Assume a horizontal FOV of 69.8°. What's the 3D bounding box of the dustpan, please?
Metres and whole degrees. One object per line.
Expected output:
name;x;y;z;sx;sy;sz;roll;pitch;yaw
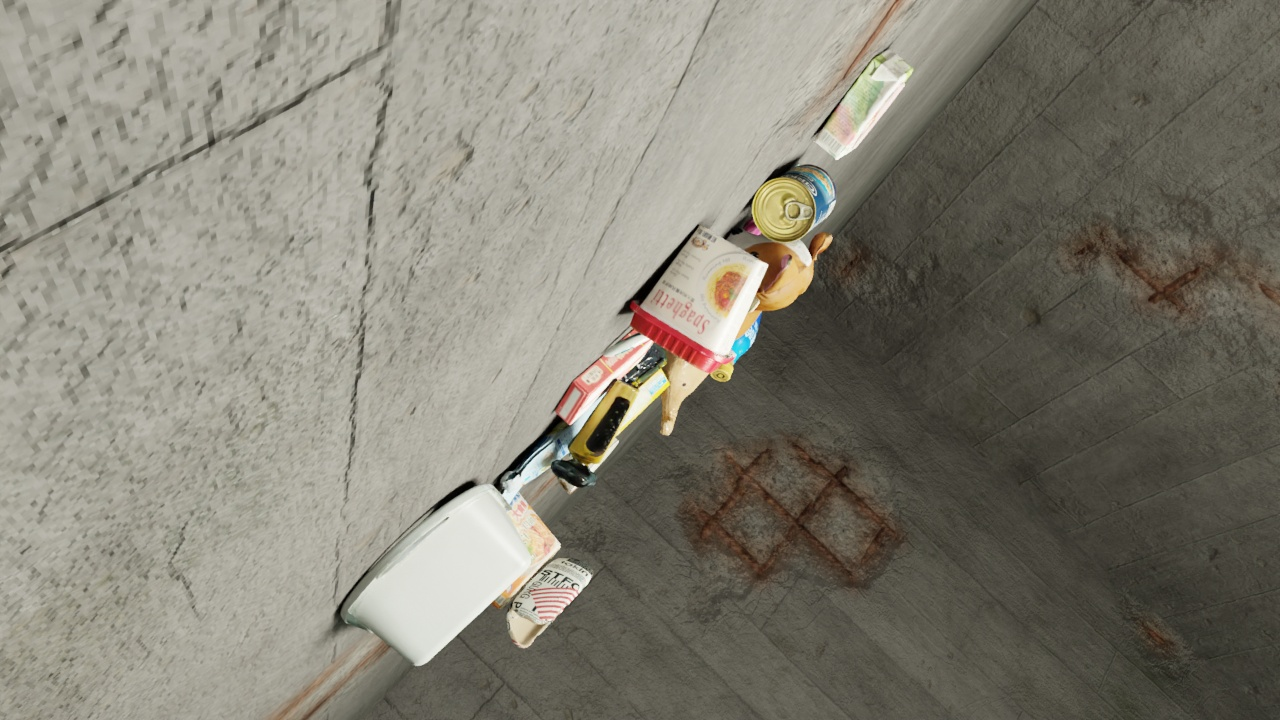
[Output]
dustpan;-0.238;0.217;1.024;0.222;0.142;0.258;-41;-161;-15

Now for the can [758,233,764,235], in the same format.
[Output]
can;0.147;-0.129;1.306;0.116;0.058;0.058;-46;174;-12

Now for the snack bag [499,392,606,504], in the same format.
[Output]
snack bag;-0.113;0.113;1.186;0.190;0.039;0.110;-43;178;-19

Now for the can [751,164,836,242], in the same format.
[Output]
can;0.186;-0.190;1.097;0.075;0.075;0.110;-50;174;31

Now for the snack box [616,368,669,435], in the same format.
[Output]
snack box;-0.030;0.065;1.322;0.087;0.034;0.140;-16;-163;46

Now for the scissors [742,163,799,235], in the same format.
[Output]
scissors;0.168;-0.202;1.190;0.112;0.017;0.135;-34;163;-45

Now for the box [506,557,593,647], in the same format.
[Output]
box;-0.129;0.331;1.253;0.162;0.076;0.088;-40;149;-63

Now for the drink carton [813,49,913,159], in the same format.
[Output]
drink carton;0.257;-0.292;1.057;0.053;0.045;0.123;-39;170;-46

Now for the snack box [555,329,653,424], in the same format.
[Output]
snack box;-0.036;0.011;1.096;0.152;0.025;0.075;-42;172;-39

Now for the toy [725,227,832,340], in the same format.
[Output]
toy;0.138;-0.103;1.156;0.200;0.130;0.139;-22;-164;45

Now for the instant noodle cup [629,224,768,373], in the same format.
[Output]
instant noodle cup;0.067;-0.066;0.950;0.124;0.116;0.116;-59;172;10

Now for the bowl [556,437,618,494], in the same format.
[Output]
bowl;-0.094;0.147;1.431;0.113;0.062;0.113;-47;175;-5

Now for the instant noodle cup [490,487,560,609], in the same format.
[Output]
instant noodle cup;-0.189;0.259;1.254;0.151;0.111;0.151;-46;174;-7

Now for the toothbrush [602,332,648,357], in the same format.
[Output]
toothbrush;0.041;-0.049;1.060;0.191;0.016;0.018;-26;133;-12

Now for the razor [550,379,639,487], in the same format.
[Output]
razor;-0.051;0.090;1.117;0.168;0.062;0.067;-58;-162;27

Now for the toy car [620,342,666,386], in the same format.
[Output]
toy car;-0.007;0.007;1.191;0.091;0.043;0.036;-36;-174;-22

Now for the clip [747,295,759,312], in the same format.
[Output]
clip;0.097;-0.095;1.043;0.035;0.071;0.100;-49;-142;13

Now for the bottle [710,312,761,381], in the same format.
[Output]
bottle;0.143;-0.065;1.343;0.218;0.065;0.065;-68;-173;-32

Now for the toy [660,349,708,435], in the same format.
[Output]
toy;0.073;0.003;1.395;0.225;0.082;0.143;-57;151;-20
